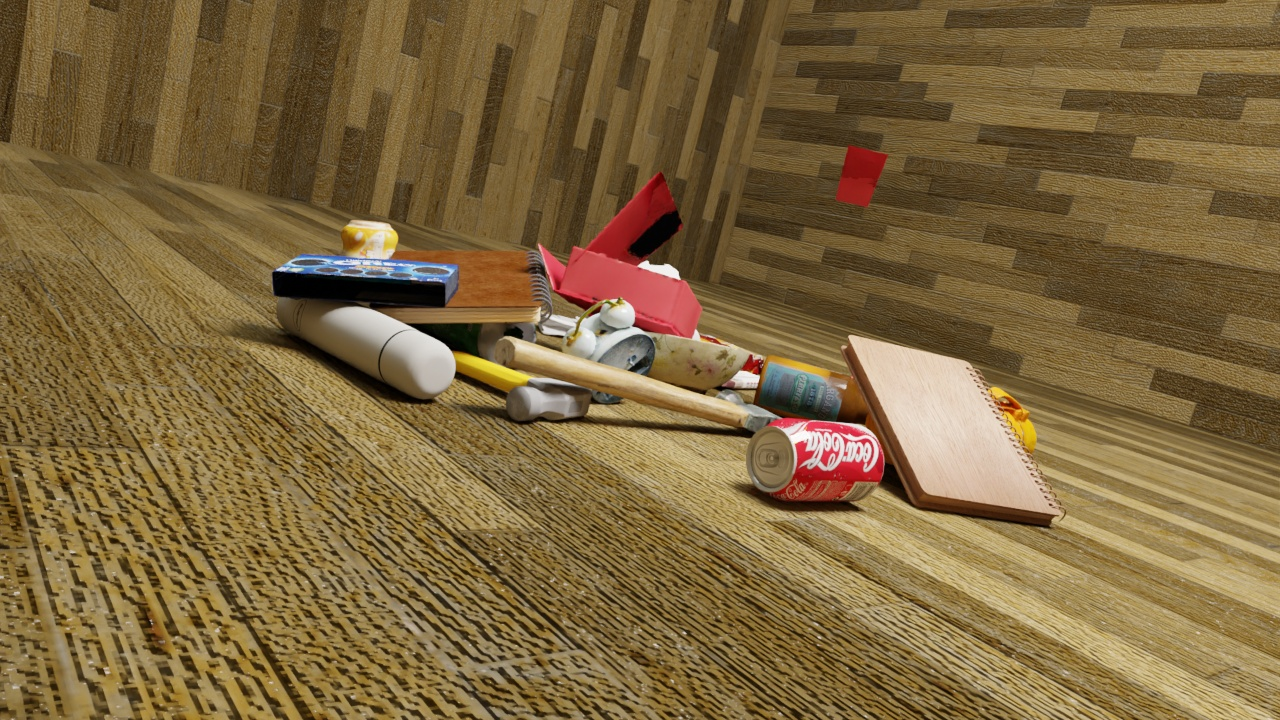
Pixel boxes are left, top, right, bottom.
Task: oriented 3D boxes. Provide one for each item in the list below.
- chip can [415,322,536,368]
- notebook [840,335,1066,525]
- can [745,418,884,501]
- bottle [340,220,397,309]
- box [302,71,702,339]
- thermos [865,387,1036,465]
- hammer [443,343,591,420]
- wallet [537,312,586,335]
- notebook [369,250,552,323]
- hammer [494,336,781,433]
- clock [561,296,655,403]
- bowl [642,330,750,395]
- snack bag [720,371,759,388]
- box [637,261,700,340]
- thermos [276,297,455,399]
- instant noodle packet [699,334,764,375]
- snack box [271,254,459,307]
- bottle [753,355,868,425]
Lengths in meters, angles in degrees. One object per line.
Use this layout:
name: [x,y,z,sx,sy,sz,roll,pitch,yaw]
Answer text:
chip can: [-0.201,-0.053,1.022,0.075,0.075,0.223,6,12,-42]
notebook: [0.301,0.065,0.895,0.169,0.022,0.210,10,39,-21]
can: [0.138,0.080,0.727,0.104,0.064,0.064,7,11,-38]
bottle: [-0.311,-0.104,1.046,0.063,0.109,0.063,7,8,-1]
box: [-0.140,-0.189,1.071,0.511,0.141,0.215,36,1,11]
thermos: [0.356,0.077,1.011,0.232,0.092,0.076,7,52,-37]
hammer: [-0.181,-0.002,0.883,0.324,0.029,0.126,18,9,34]
wallet: [-0.088,-0.048,1.313,0.116,0.032,0.086,11,7,-18]
notebook: [-0.180,-0.079,0.948,0.167,0.024,0.225,-1,20,-8]
hammer: [0.014,0.030,0.843,0.330,0.033,0.132,17,8,-38]
clock: [-0.033,-0.012,0.896,0.057,0.083,0.118,40,-22,33]
bowl: [0.043,0.009,1.001,0.145,0.063,0.145,12,-2,0]
snack bag: [0.128,0.026,1.231,0.057,0.013,0.157,22,12,34]
box: [0.030,-0.059,1.205,0.083,0.143,0.137,-4,10,-12]
thermos: [-0.243,-0.020,0.804,0.224,0.052,0.052,21,11,40]
instant noodle packet: [0.106,-0.010,1.351,0.135,0.040,0.098,24,12,41]
snack box: [-0.245,-0.073,0.834,0.150,0.027,0.082,4,18,-5]
bottle: [0.215,0.045,1.064,0.157,0.068,0.067,16,9,11]
